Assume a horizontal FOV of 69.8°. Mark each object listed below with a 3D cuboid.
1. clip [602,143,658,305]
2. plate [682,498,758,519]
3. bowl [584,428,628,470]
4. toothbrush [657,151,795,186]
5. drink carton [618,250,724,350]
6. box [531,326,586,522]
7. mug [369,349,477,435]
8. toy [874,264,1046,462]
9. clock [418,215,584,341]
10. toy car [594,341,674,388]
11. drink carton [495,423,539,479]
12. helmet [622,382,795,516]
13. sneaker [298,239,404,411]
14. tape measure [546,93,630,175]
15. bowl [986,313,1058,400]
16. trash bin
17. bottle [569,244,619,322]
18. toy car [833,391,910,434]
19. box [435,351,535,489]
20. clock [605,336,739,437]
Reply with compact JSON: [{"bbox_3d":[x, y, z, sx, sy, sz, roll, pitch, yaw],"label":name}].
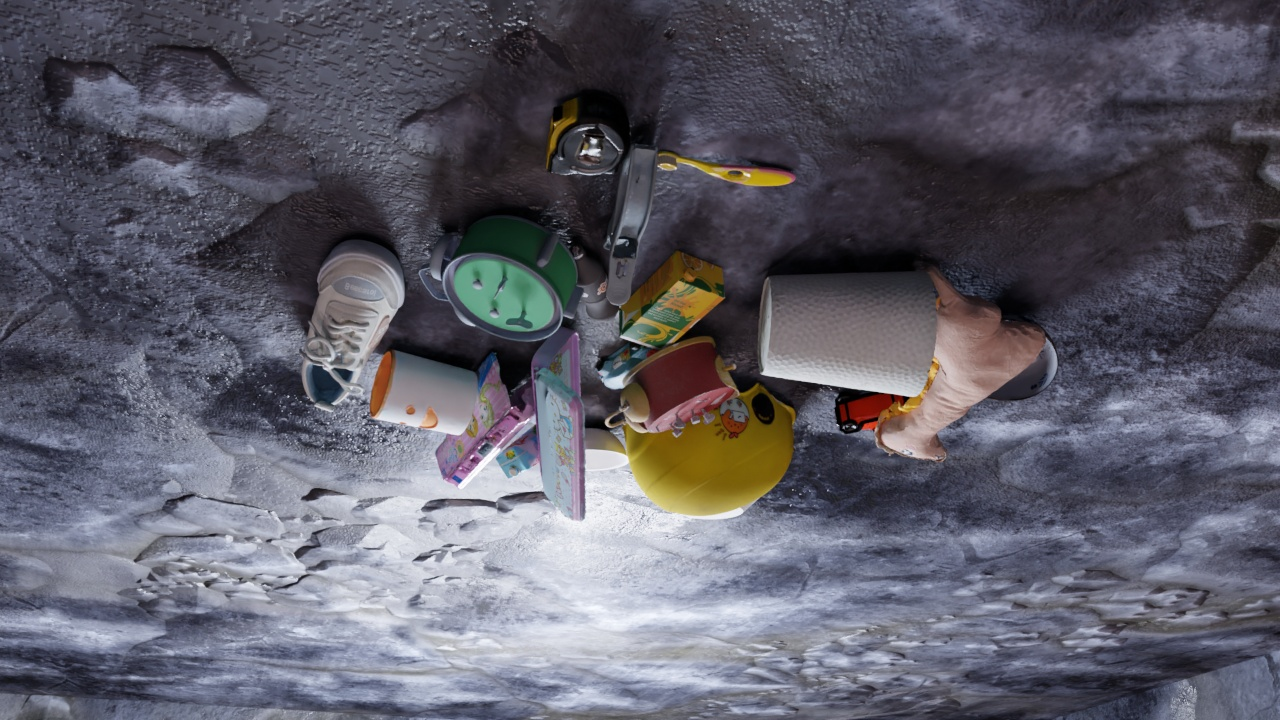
[{"bbox_3d":[-0.011,-0.138,0.853,0.027,0.090,0.163,6,132,-10],"label":"clip"},{"bbox_3d":[0.106,0.208,1.370,0.174,0.036,0.174,0,157,0],"label":"plate"},{"bbox_3d":[-0.070,0.116,1.240,0.110,0.040,0.110,-1,159,0],"label":"bowl"},{"bbox_3d":[0.078,-0.173,0.835,0.135,0.016,0.021,6,144,-12],"label":"toothbrush"},{"bbox_3d":[0.033,-0.063,0.978,0.058,0.041,0.123,18,143,-27],"label":"drink carton"},{"bbox_3d":[-0.092,0.078,1.063,0.062,0.140,0.215,-5,133,-7],"label":"box"},{"bbox_3d":[-0.256,0.039,1.083,0.105,0.082,0.083,16,143,-26],"label":"mug"},{"bbox_3d":[0.332,0.016,1.051,0.196,0.065,0.265,34,140,-3],"label":"toy"},{"bbox_3d":[-0.146,-0.076,0.907,0.162,0.075,0.122,0,140,23],"label":"clock"},{"bbox_3d":[-0.006,0.006,1.093,0.060,0.027,0.108,24,139,-33],"label":"toy car"},{"bbox_3d":[-0.131,0.104,1.159,0.044,0.128,0.038,-29,96,35],"label":"drink carton"},{"bbox_3d":[0.097,0.130,1.186,0.239,0.139,0.210,14,144,-23],"label":"helmet"},{"bbox_3d":[-0.311,-0.027,0.974,0.089,0.090,0.243,14,143,-21],"label":"sneaker"},{"bbox_3d":[-0.044,-0.190,0.782,0.071,0.042,0.072,5,144,-5],"label":"tape measure"},{"bbox_3d":[0.419,-0.012,1.051,0.114,0.045,0.114,17,132,20],"label":"bowl"},{"bbox_3d":[0.210,-0.032,0.962,0.161,0.133,0.133,3,147,1],"label":"trash bin"},{"bbox_3d":[-0.051,-0.080,0.951,0.036,0.036,0.110,-9,146,11],"label":"bottle"},{"bbox_3d":[0.301,0.065,1.175,0.100,0.051,0.049,-15,142,19],"label":"toy car"},{"bbox_3d":[-0.201,0.071,1.154,0.090,0.084,0.231,39,136,-8],"label":"box"},{"bbox_3d":[0.034,0.044,1.050,0.159,0.081,0.117,-24,164,-4],"label":"clock"}]
